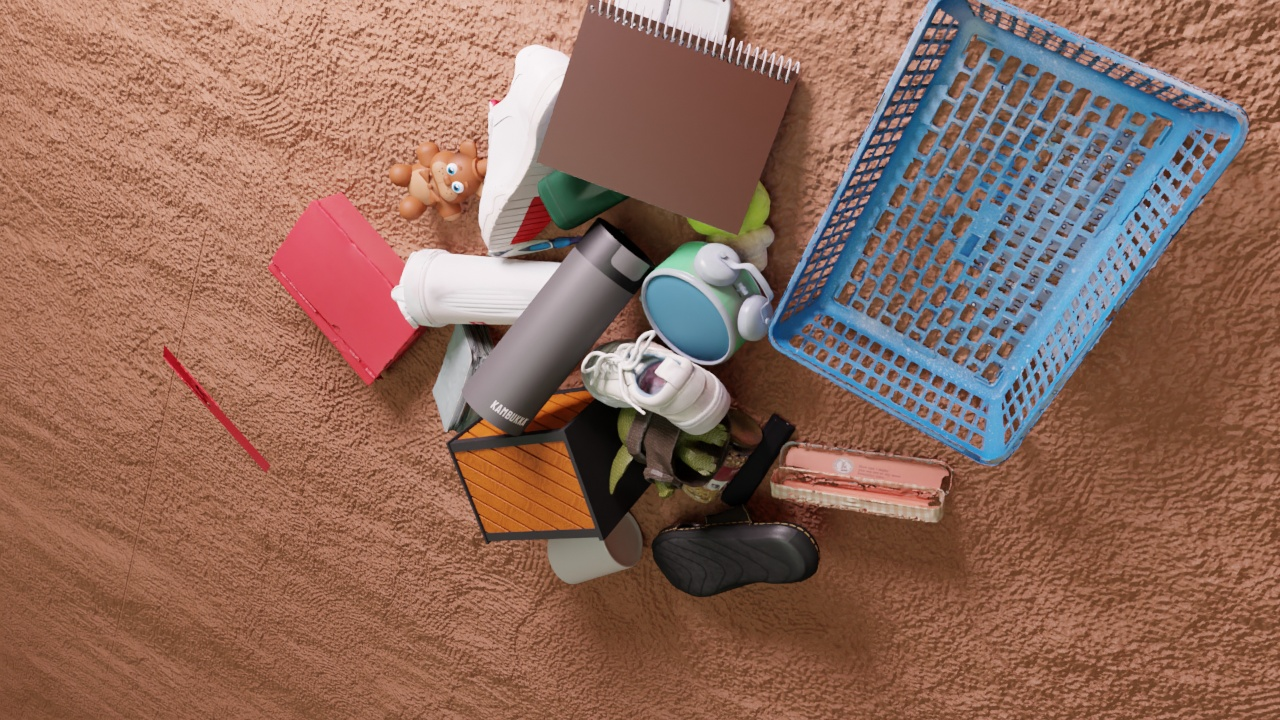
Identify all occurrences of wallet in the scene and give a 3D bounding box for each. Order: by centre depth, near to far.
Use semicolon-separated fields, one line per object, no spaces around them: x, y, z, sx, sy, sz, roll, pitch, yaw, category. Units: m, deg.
-0.220;0.019;1.160;0.100;0.054;0.132;59;139;44;wallet

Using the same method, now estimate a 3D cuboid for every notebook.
0.026;-0.237;0.882;0.209;0.022;0.172;20;102;0;notebook

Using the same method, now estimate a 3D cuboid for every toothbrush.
-0.102;-0.134;1.064;0.189;0.017;0.016;-4;111;28;toothbrush

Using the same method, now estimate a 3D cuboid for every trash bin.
-0.106;0.123;1.114;0.172;0.139;0.140;-8;109;30;trash bin

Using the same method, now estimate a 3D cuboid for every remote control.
0.134;0.120;1.063;0.032;0.015;0.137;33;124;10;remote control

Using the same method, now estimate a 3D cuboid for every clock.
0.077;-0.064;0.948;0.122;0.075;0.162;54;149;-12;clock

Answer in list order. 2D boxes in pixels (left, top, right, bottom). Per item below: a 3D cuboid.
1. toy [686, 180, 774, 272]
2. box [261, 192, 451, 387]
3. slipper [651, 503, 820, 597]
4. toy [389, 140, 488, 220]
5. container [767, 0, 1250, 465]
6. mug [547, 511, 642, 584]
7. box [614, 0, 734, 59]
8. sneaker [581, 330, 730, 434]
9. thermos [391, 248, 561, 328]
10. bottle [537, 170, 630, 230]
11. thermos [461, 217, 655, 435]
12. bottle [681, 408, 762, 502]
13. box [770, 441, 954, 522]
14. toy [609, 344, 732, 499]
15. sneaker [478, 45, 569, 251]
0.094;-0.141;0.942;0.092;0.046;0.115;-8;116;30;toy
-0.372;-0.097;1.203;0.214;0.164;0.153;50;169;0;box
0.111;0.223;1.089;0.269;0.075;0.113;-24;104;50;slipper
-0.224;-0.209;1.066;0.128;0.065;0.095;-9;111;25;toy
0.302;-0.113;0.819;0.257;0.089;0.363;30;124;12;container
-0.062;0.223;1.186;0.097;0.078;0.111;-25;72;34;mug
0.016;-0.280;0.930;0.130;0.036;0.210;24;123;20;box
-0.006;0.006;0.977;0.091;0.089;0.242;44;167;-31;sneaker
-0.187;-0.082;1.089;0.221;0.099;0.099;4;115;21;thermos
-0.036;-0.189;0.943;0.132;0.061;0.061;-24;98;31;bottle
-0.088;-0.036;0.992;0.082;0.082;0.240;40;99;5;thermos
0.091;0.111;1.056;0.056;0.056;0.105;37;125;8;bottle
0.235;0.128;0.983;0.187;0.082;0.042;5;126;24;box
0.035;0.080;1.015;0.153;0.078;0.179;19;88;54;toy
-0.132;-0.233;1.002;0.104;0.090;0.237;51;136;23;sneaker
